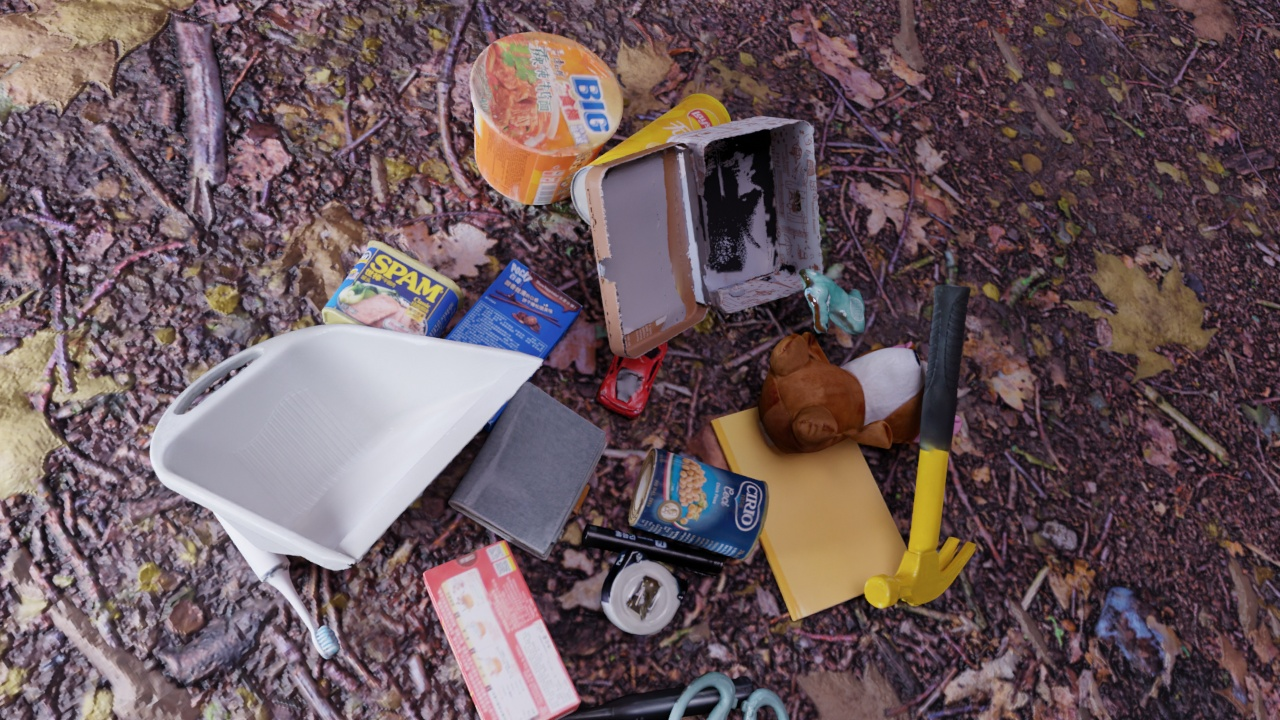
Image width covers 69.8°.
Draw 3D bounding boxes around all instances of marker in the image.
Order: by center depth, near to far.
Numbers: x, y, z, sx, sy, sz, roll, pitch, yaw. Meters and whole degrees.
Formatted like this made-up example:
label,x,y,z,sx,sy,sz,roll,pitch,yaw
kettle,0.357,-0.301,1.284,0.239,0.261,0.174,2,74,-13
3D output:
label,x,y,z,sx,sy,sz,roll,pitch,yaw
marker,0.011,0.173,0.831,0.132,0.020,0.022,15,91,-10

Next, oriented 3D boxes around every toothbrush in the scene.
label,x,y,z,sx,sy,sz,roll,pitch,yaw
toothbrush,-0.311,0.149,0.742,0.221,0.026,0.026,51,20,10
toothbrush,-0.006,0.292,0.765,0.212,0.026,0.027,-3,55,-17

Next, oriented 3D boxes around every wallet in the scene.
label,x,y,z,sx,sy,sz,roll,pitch,yaw
wallet,-0.095,0.099,0.822,0.106,0.037,0.129,35,62,-13

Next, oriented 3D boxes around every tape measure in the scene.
label,x,y,z,sx,sy,sz,roll,pitch,yaw
tape measure,0.001,0.204,0.797,0.065,0.034,0.066,33,72,-9

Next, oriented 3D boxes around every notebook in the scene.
label,x,y,z,sx,sy,sz,roll,pitch,yaw
notebook,0.170,0.133,0.900,0.145,0.010,0.206,-15,71,-22

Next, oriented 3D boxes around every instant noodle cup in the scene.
label,x,y,z,sx,sy,sz,roll,pitch,yaw
instant noodle cup,-0.104,-0.239,0.937,0.151,0.112,0.151,6,64,-13

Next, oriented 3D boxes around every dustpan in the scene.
label,x,y,z,sx,sy,sz,roll,pitch,yaw
dustpan,-0.250,0.040,0.707,0.142,0.258,0.222,53,48,-16

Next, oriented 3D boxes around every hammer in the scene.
label,x,y,z,sx,sy,sz,roll,pitch,yaw
hammer,0.274,0.080,0.854,0.128,0.033,0.301,0,98,-37

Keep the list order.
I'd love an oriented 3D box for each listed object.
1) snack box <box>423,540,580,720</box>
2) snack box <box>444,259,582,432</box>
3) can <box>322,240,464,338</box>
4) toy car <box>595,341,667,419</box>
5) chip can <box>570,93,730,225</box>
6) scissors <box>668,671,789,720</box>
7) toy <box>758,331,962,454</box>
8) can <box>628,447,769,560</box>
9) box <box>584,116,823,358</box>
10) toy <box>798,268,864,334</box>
label,x,y,z,sx,sy,sz,roll,pitch,yaw
snack box,-0.115,0.229,0.751,0.075,0.026,0.153,-20,65,-23
snack box,-0.132,-0.017,0.872,0.084,0.026,0.156,35,61,1
can,-0.227,-0.048,0.843,0.102,0.057,0.083,28,63,-2
toy car,-0.005,0.005,0.898,0.049,0.031,0.106,26,59,-5
chip can,0.016,-0.210,0.954,0.072,0.072,0.212,41,47,5
scissors,0.079,0.352,0.756,0.129,0.019,0.185,5,80,-16
toy,0.215,0.028,0.895,0.199,0.131,0.140,2,58,-26
can,0.051,0.129,0.830,0.111,0.075,0.075,18,62,-7
box,0.055,-0.126,0.885,0.260,0.103,0.179,-20,114,-24
toy,0.192,-0.055,0.919,0.092,0.030,0.096,31,44,-26
